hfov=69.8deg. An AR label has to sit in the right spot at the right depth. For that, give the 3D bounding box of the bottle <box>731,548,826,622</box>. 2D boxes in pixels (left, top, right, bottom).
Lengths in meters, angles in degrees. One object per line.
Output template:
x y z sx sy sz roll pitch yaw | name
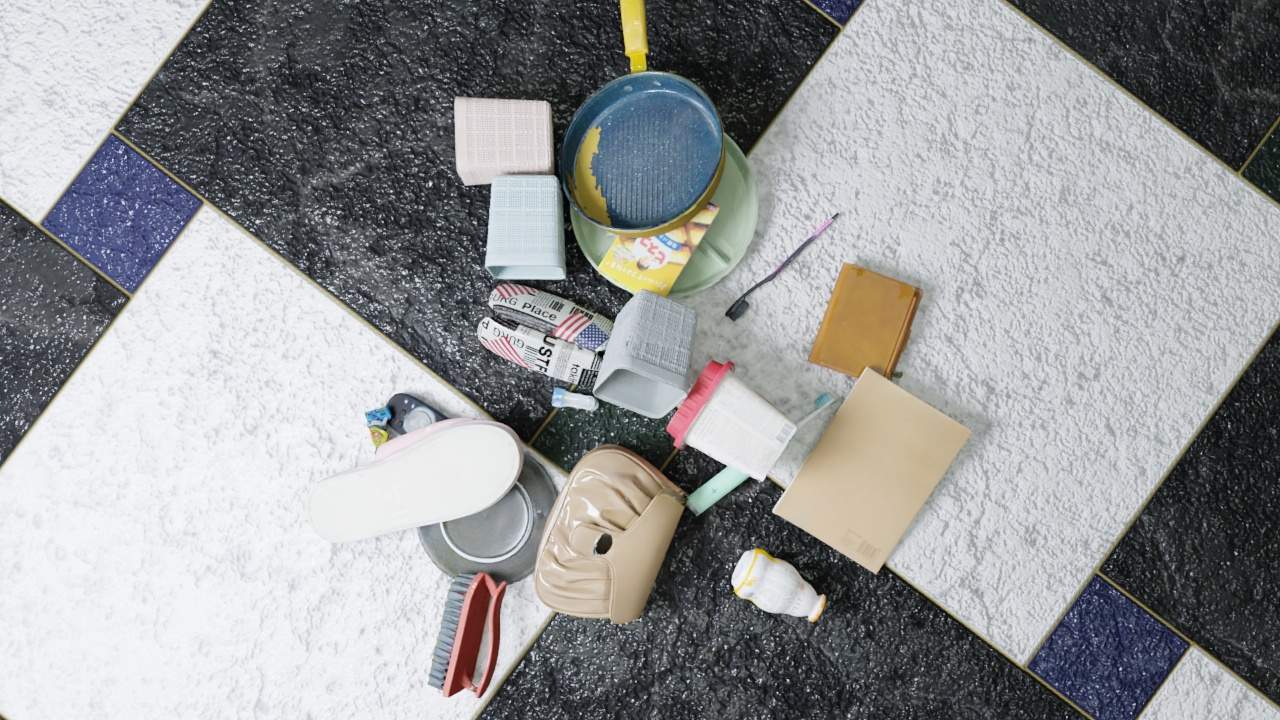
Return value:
0.166 0.272 1.096 0.108 0.063 0.063 28 89 1 | bottle

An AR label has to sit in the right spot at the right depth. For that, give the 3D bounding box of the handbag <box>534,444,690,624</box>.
-0.038 0.207 1.079 0.148 0.100 0.204 21 92 -3 | handbag

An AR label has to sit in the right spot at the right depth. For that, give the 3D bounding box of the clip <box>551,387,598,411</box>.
-0.080 0.049 1.126 0.057 0.028 0.024 9 86 9 | clip

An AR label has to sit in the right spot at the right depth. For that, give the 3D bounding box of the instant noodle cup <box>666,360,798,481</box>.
0.110 0.076 1.067 0.124 0.116 0.116 33 89 10 | instant noodle cup

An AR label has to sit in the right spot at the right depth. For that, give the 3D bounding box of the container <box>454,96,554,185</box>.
-0.160 -0.262 1.097 0.111 0.090 0.090 -2 88 -4 | container

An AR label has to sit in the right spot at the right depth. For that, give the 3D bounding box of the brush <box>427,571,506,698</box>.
-0.199 0.324 1.092 0.069 0.063 0.146 12 90 16 | brush

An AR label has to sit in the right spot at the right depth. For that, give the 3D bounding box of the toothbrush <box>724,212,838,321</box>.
0.177 -0.115 1.131 0.189 0.014 0.018 -42 99 -1 | toothbrush

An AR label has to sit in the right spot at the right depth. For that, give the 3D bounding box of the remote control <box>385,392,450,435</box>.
-0.251 0.088 1.114 0.136 0.024 0.053 33 97 11 | remote control

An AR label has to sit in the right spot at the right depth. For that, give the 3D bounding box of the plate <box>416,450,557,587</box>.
-0.187 0.189 1.117 0.179 0.024 0.179 0 88 0 | plate

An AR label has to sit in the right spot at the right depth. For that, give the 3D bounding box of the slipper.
-0.263 0.142 1.079 0.274 0.054 0.114 -21 96 8 | slipper

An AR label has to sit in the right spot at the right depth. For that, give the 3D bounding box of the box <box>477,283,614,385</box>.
-0.111 -0.034 1.117 0.162 0.075 0.085 21 55 3 | box

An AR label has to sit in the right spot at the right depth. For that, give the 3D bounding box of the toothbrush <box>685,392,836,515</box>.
0.148 0.113 1.118 0.224 0.026 0.027 -37 66 -1 | toothbrush

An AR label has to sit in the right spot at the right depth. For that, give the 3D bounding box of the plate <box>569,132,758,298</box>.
0.029 -0.190 1.125 0.230 0.027 0.230 0 89 -1 | plate

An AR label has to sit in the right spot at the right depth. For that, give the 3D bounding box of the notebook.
0.280 0.135 1.110 0.149 0.012 0.211 31 97 0 | notebook

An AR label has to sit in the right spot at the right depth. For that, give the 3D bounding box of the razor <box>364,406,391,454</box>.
-0.307 0.129 1.114 0.043 0.022 0.143 -12 95 37 | razor

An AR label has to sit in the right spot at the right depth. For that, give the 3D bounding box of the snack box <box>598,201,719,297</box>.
0.022 -0.143 1.094 0.087 0.033 0.140 32 90 1 | snack box

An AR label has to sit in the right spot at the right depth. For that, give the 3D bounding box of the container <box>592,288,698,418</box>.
0.010 -0.010 1.056 0.090 0.090 0.114 21 60 -16 | container

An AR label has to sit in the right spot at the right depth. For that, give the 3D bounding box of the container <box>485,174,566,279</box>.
-0.135 -0.159 1.094 0.090 0.090 0.111 1 86 -1 | container

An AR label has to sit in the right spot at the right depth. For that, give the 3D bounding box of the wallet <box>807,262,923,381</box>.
0.281 -0.040 1.117 0.119 0.035 0.130 20 92 -2 | wallet

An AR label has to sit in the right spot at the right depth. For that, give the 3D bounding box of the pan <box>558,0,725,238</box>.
-0.003 -0.319 1.067 0.198 0.078 0.357 -4 77 16 | pan
